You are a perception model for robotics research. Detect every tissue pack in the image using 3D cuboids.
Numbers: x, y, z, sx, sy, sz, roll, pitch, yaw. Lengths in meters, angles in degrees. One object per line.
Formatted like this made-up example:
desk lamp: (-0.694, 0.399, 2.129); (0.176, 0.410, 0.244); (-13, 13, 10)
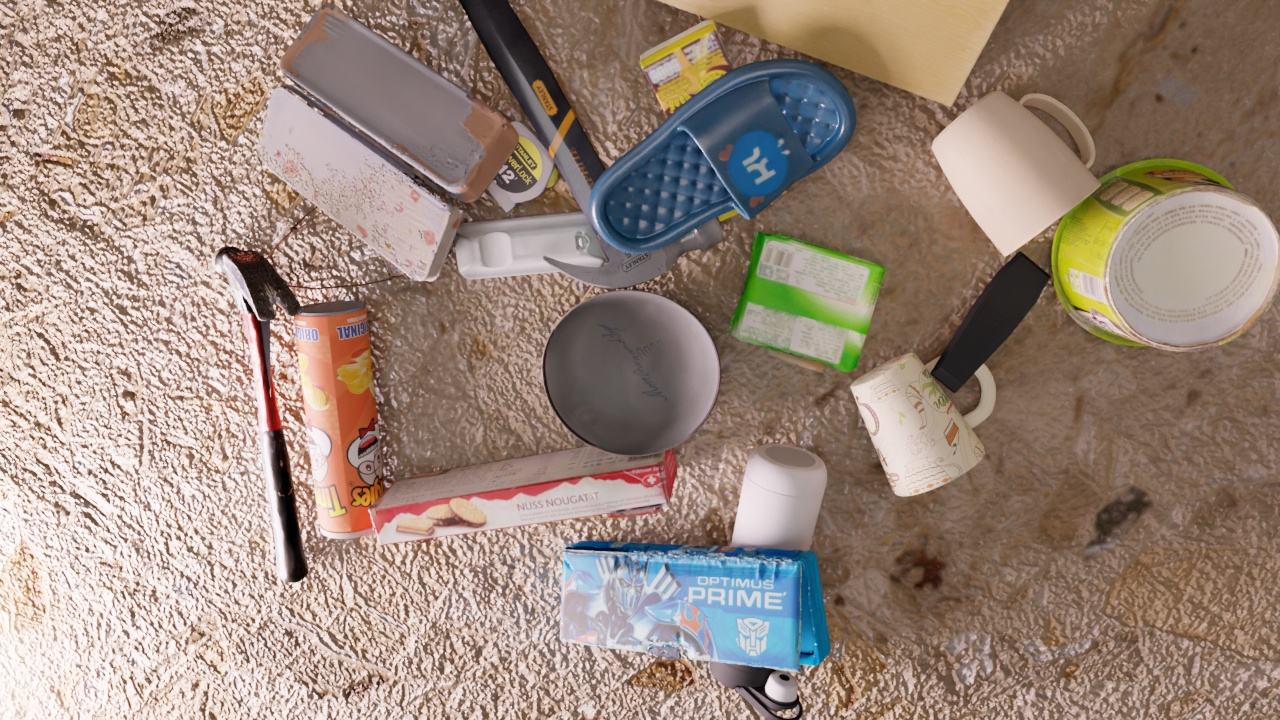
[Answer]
tissue pack: (0.138, -0.047, 0.764); (0.114, 0.034, 0.100); (17, 104, 5)

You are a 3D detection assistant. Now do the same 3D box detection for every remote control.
remote control: (-0.096, -0.099, 0.795); (0.133, 0.022, 0.050); (-4, 104, 10)
remote control: (0.280, -0.030, 0.734); (0.039, 0.010, 0.124); (39, 85, -2)

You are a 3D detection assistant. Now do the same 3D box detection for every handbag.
handbag: (-0.261, -0.105, 0.823); (0.196, 0.043, 0.093); (-18, 104, 22)

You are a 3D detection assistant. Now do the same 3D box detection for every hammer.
hammer: (-0.066, -0.202, 0.748); (0.139, 0.035, 0.312); (-29, 94, -2)
hammer: (-0.339, 0.064, 0.848); (0.141, 0.036, 0.326); (24, 121, 46)

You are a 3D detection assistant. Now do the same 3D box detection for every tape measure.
tape measure: (-0.107, -0.164, 0.783); (0.065, 0.016, 0.064); (-37, 96, 16)

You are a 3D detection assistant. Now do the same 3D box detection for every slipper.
slipper: (0.057, -0.148, 0.685); (0.214, 0.059, 0.104); (-27, 122, 14)

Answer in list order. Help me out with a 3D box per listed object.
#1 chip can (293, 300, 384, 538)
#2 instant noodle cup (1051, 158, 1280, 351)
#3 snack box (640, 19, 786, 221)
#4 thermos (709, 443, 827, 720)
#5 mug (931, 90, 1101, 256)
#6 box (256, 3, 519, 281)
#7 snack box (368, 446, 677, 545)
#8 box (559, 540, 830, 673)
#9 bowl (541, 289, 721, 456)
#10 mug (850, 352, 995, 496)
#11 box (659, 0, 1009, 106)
chip can: (-0.274, 0.054, 0.844); (0.062, 0.062, 0.210); (1, 104, 9)
instant noodle cup: (0.393, -0.074, 0.681); (0.146, 0.097, 0.146); (2, 104, 9)
snack box: (0.059, -0.182, 0.714); (0.061, 0.025, 0.149); (-23, 126, 14)
thermos: (0.120, 0.195, 0.803); (0.101, 0.068, 0.230); (25, 112, 41)
mug: (0.288, -0.153, 0.694); (0.111, 0.085, 0.104); (-37, 84, -12)
box: (-0.215, -0.178, 0.747); (0.216, 0.063, 0.157); (36, 110, 18)
snack box: (-0.104, 0.119, 0.827); (0.273, 0.076, 0.044); (-10, 106, 11)
box: (0.034, 0.208, 0.785); (0.244, 0.066, 0.091); (-5, 98, 34)
bowl: (-0.005, 0.005, 0.788); (0.151, 0.056, 0.151); (3, 108, 9)
mug: (0.240, 0.039, 0.758); (0.122, 0.081, 0.097); (-30, 91, -6)
box: (0.135, -0.288, 0.663); (0.249, 0.148, 0.141); (22, 118, 5)
